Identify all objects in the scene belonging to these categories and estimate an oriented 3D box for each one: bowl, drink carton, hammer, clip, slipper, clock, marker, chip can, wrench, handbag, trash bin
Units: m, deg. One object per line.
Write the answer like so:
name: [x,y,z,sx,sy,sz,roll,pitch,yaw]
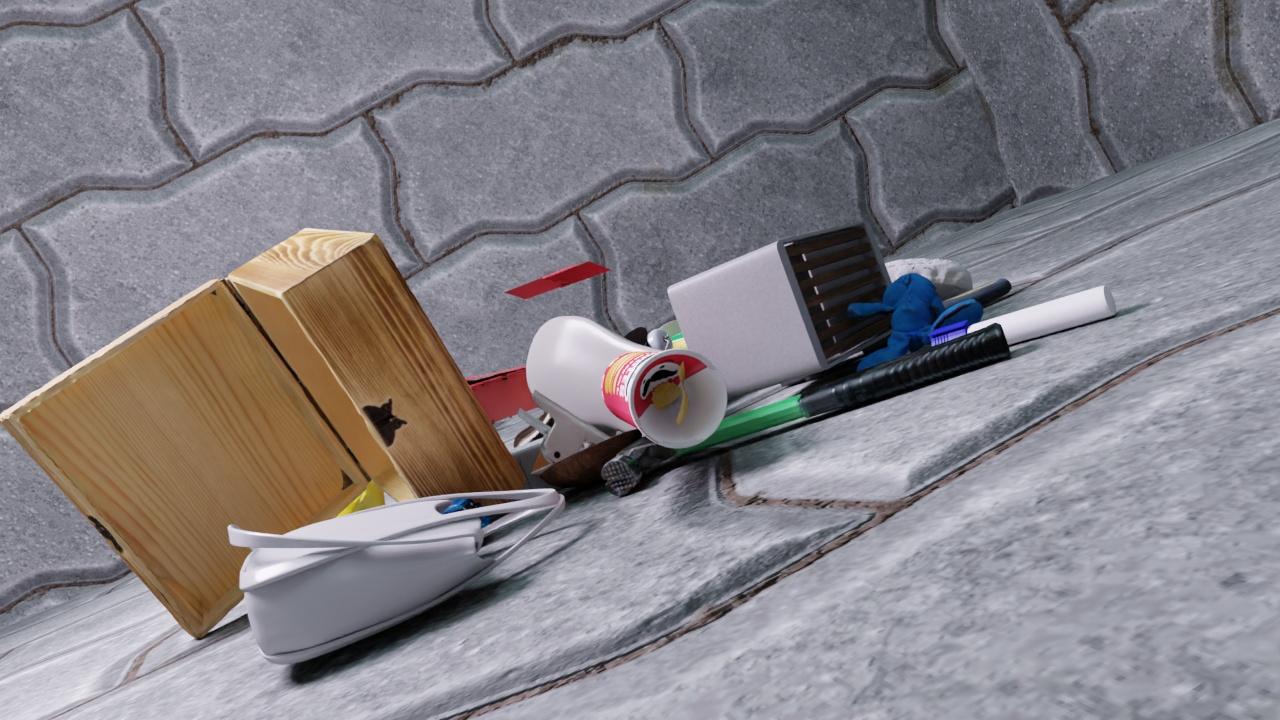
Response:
bowl: [-0.040,0.096,0.834,0.102,0.026,0.114,-23,-10,-10]
drink carton: [-0.124,0.117,0.956,0.125,0.048,0.076,-21,3,25]
hammer: [0.129,0.035,0.731,0.319,0.032,0.130,-20,2,22]
clip: [-0.075,0.075,0.899,0.058,0.102,0.052,-57,11,1]
slipper: [-0.096,0.082,1.086,0.115,0.052,0.263,-53,16,-17]
clock: [-0.006,0.006,1.053,0.123,0.035,0.094,-23,34,54]
slipper: [-0.009,0.026,0.948,0.266,0.113,0.080,14,-1,44]
slipper: [0.259,-0.062,1.050,0.247,0.074,0.112,-11,-21,-2]
marker: [0.290,-0.028,0.704,0.133,0.027,0.023,-20,7,41]
chip can: [0.011,0.026,0.745,0.069,0.069,0.220,-22,3,-7]
wrench: [0.275,-0.031,0.993,0.273,0.022,0.073,-23,2,-2]
handbag: [-0.164,0.126,0.655,0.222,0.095,0.216,-17,3,-20]
trash bin: [0.147,-0.051,0.879,0.115,0.114,0.228,-20,0,36]

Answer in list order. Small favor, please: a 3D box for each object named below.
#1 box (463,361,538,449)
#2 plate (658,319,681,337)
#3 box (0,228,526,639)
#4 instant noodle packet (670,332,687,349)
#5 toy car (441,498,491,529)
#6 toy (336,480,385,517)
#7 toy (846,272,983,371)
box: [-0.222,0.094,1.179,0.164,0.153,0.214,-15,3,-43]
plate: [0.040,0.009,1.251,0.134,0.135,0.011,-24,40,-38]
box: [-0.352,0.076,0.856,0.333,0.279,0.287,-39,27,-21]
instant noodle packet: [0.058,0.012,1.132,0.252,0.090,0.196,-31,5,-34]
toy car: [-0.186,0.152,0.782,0.120,0.043,0.056,-24,5,2]
toy: [-0.344,0.142,1.103,0.092,0.207,0.134,25,-14,-39]
toy: [0.251,-0.040,0.824,0.113,0.071,0.176,-14,16,24]
